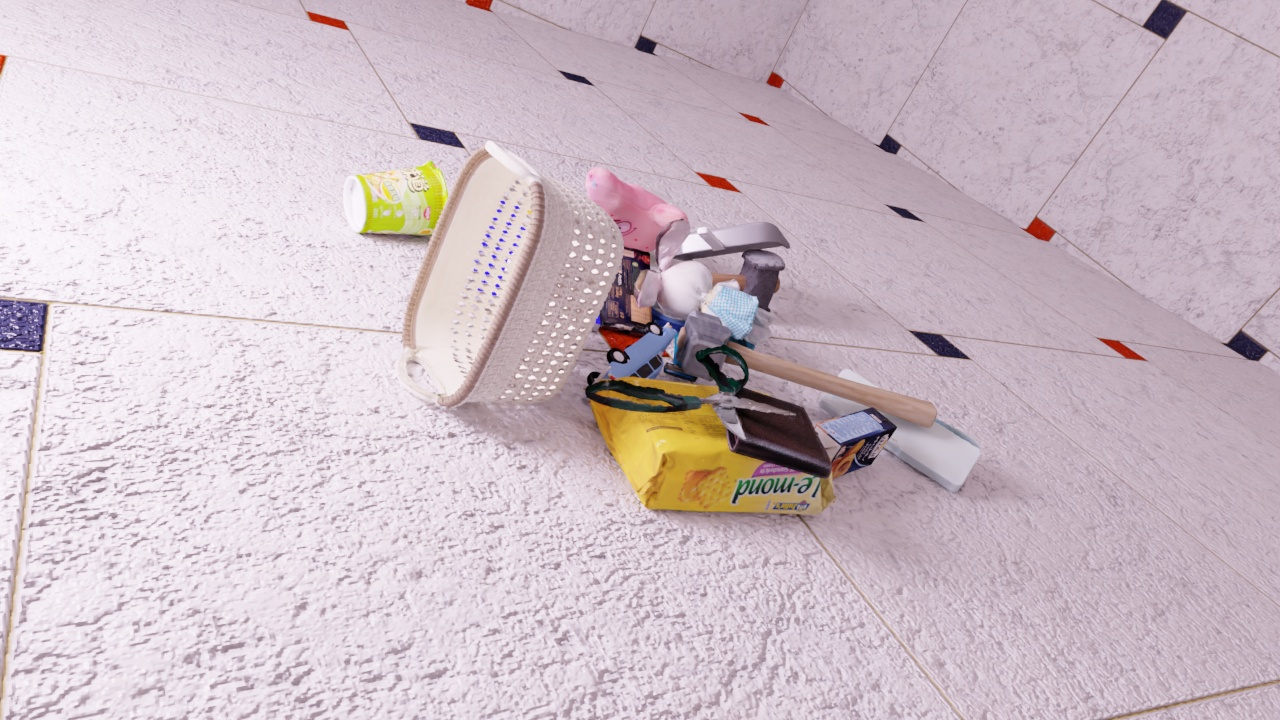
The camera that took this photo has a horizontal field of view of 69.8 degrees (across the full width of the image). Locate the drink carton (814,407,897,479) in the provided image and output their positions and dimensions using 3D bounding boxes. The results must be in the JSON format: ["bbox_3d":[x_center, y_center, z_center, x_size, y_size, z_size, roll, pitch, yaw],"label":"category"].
[{"bbox_3d":[0.233,0.095,1.038,0.129,0.064,0.040,-9,44,-47],"label":"drink carton"}]

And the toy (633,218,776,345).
[{"bbox_3d":[0.086,-0.086,1.204,0.205,0.131,0.106,27,-9,-14],"label":"toy"}]

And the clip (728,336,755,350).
[{"bbox_3d":[0.106,-0.042,1.255,0.113,0.028,0.126,3,31,-24],"label":"clip"}]

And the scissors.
[{"bbox_3d":[0.041,0.028,0.893,0.204,0.015,0.201,0,23,-8],"label":"scissors"}]

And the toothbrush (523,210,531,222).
[{"bbox_3d":[-0.107,-0.152,1.194,0.135,0.016,0.021,42,37,7],"label":"toothbrush"}]

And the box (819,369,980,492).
[{"bbox_3d":[0.329,0.085,1.166,0.197,0.075,0.125,34,8,17],"label":"box"}]

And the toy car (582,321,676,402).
[{"bbox_3d":[-0.006,0.006,1.025,0.055,0.056,0.153,45,37,5],"label":"toy car"}]

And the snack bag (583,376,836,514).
[{"bbox_3d":[0.074,0.083,0.935,0.247,0.068,0.159,7,30,-28],"label":"snack bag"}]

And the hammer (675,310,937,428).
[{"bbox_3d":[0.200,0.019,1.104,0.323,0.051,0.117,17,20,-4],"label":"hammer"}]

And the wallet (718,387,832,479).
[{"bbox_3d":[0.129,0.065,0.901,0.099,0.031,0.119,19,23,-11],"label":"wallet"}]

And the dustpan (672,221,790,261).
[{"bbox_3d":[0.120,-0.172,1.342,0.163,0.033,0.257,-7,-8,17],"label":"dustpan"}]

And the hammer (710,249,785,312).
[{"bbox_3d":[0.054,-0.114,1.306,0.327,0.098,0.052,0,33,-23],"label":"hammer"}]

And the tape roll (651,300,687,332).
[{"bbox_3d":[0.039,-0.063,1.250,0.091,0.016,0.093,7,29,-28],"label":"tape roll"}]

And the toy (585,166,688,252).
[{"bbox_3d":[-0.022,-0.219,1.361,0.192,0.096,0.236,-1,-14,21],"label":"toy"}]

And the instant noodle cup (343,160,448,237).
[{"bbox_3d":[-0.313,-0.201,1.167,0.107,0.099,0.099,-11,40,-35],"label":"instant noodle cup"}]

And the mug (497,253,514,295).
[{"bbox_3d":[-0.112,-0.063,1.048,0.105,0.090,0.073,16,26,-13],"label":"mug"}]

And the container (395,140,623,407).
[{"bbox_3d":[-0.129,-0.074,0.897,0.142,0.247,0.184,12,23,-39],"label":"container"}]

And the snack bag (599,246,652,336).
[{"bbox_3d":[-0.021,-0.096,1.206,0.074,0.018,0.155,12,49,-15],"label":"snack bag"}]

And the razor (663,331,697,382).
[{"bbox_3d":[0.048,-0.005,1.142,0.042,0.022,0.143,18,21,-5],"label":"razor"}]

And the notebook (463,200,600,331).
[{"bbox_3d":[-0.144,-0.131,1.174,0.171,0.022,0.208,12,43,-23],"label":"notebook"}]
